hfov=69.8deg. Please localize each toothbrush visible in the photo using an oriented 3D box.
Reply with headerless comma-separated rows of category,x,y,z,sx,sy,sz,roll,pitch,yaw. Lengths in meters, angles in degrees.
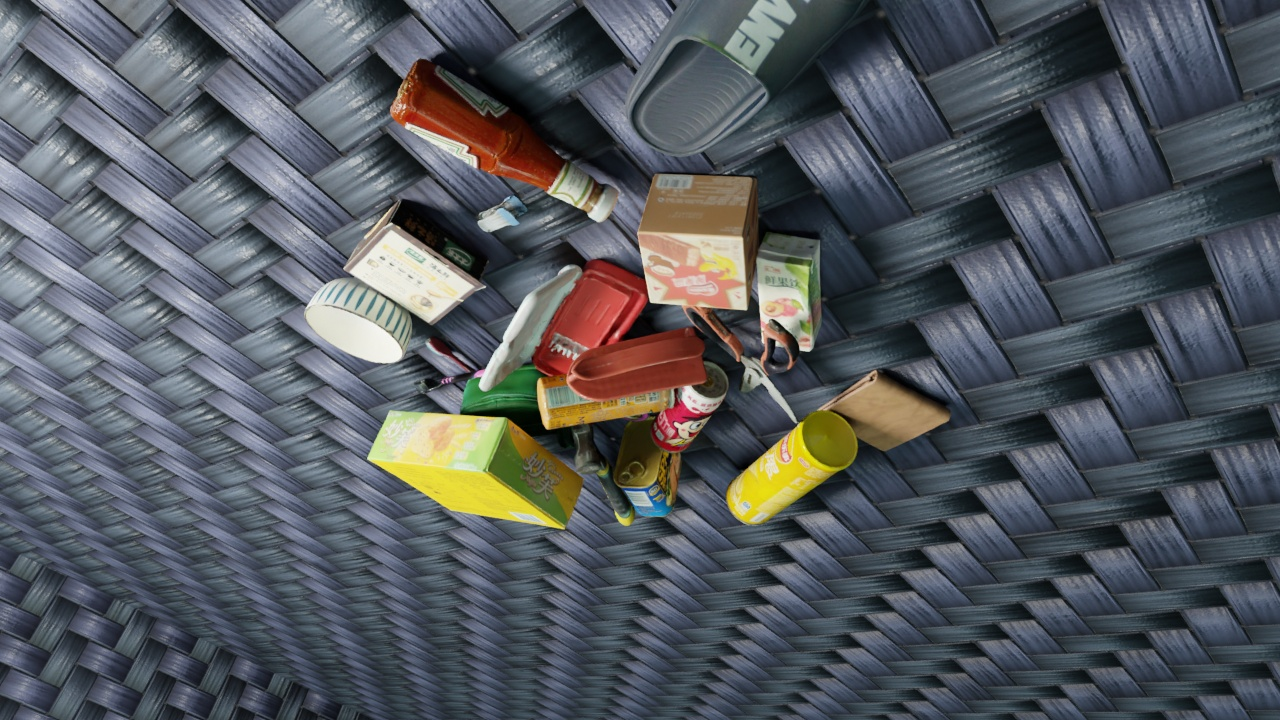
toothbrush,-0.197,0.028,1.150,0.017,0.016,0.187,-11,137,43
toothbrush,-0.231,0.022,1.132,0.190,0.014,0.018,-13,128,47

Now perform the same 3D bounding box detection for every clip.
clip,-0.138,-0.141,0.900,0.058,0.043,0.027,-16,136,41

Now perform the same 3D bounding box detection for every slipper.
slipper,0.073,-0.221,0.663,0.110,0.083,0.269,26,144,-18

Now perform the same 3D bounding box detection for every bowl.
bowl,-0.308,-0.054,1.029,0.116,0.066,0.117,15,152,8

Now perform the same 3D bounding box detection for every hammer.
hammer,-0.046,0.137,1.182,0.032,0.126,0.324,-12,151,3

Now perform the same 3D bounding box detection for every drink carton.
drink carton,0.143,-0.066,0.875,0.053,0.045,0.123,12,145,20

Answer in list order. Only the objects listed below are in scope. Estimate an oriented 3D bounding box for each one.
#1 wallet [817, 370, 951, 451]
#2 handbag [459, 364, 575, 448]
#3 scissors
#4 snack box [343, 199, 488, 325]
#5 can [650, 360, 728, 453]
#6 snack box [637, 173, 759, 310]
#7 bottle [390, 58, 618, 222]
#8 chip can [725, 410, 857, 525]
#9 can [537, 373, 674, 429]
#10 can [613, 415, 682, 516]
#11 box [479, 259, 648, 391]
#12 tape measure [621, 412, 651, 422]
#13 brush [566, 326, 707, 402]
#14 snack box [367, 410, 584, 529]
wallet,0.268,0.059,1.022,0.101,0.020,0.116,26,145,-13
handbag,-0.148,0.067,1.122,0.131,0.067,0.120,-10,134,14
scissors,0.118,-0.001,0.944,0.225,0.015,0.189,46,163,-24
snack box,-0.230,-0.101,0.956,0.113,0.053,0.126,35,139,-25
can,0.055,0.055,1.061,0.053,0.053,0.133,20,144,-7
snack box,0.055,-0.106,0.825,0.093,0.076,0.094,5,143,13
bottle,-0.113,-0.184,0.798,0.206,0.059,0.060,28,142,-19
chip can,0.176,0.134,1.098,0.072,0.071,0.214,21,147,-8
can,-0.039,0.037,1.016,0.146,0.058,0.058,-8,146,-11
can,0.013,0.133,1.143,0.057,0.101,0.083,-2,144,21
box,-0.088,-0.033,0.984,0.154,0.074,0.202,-3,153,-27
tape measure,-0.010,0.043,1.083,0.057,0.039,0.058,32,146,-22
brush,-0.006,0.006,0.961,0.145,0.063,0.069,-11,163,-10
snack box,-0.196,0.128,1.091,0.210,0.069,0.157,1,149,38
